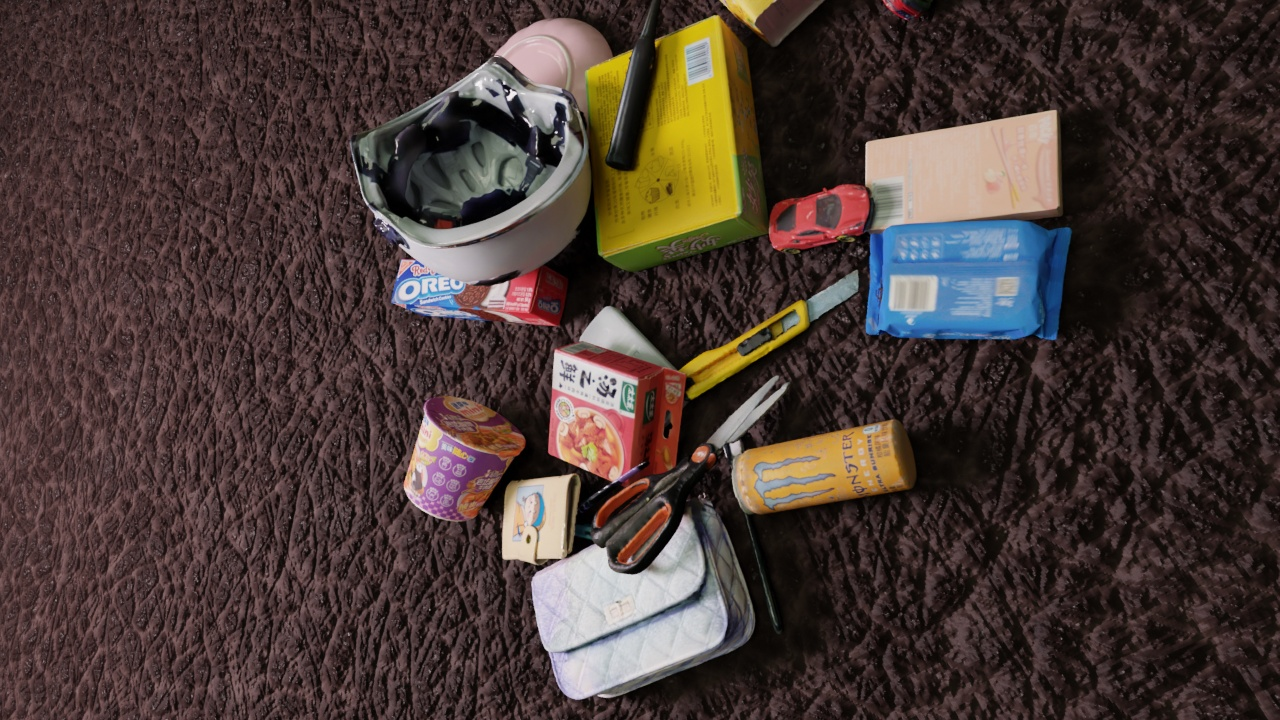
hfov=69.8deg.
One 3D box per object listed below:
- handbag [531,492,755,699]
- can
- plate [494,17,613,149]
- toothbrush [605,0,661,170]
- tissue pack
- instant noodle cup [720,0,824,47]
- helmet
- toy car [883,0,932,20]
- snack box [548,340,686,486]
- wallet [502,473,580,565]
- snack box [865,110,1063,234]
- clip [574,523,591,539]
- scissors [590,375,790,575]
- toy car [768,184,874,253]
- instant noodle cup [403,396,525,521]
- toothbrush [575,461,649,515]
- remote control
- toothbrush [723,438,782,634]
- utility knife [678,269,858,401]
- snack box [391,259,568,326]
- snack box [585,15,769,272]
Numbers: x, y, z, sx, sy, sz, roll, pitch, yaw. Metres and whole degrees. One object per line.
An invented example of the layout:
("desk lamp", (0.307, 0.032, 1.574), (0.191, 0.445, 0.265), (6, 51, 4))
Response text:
("handbag", (-0.001, 0.220, 0.833), (0.194, 0.075, 0.134), (-30, 60, 22))
("can", (0.154, 0.092, 0.776), (0.146, 0.058, 0.058), (-16, 72, 28))
("plate", (-0.117, -0.299, 1.029), (0.193, 0.039, 0.192), (-7, 77, 30))
("toothbrush", (0.001, -0.288, 0.880), (0.027, 0.026, 0.212), (10, 85, 27))
("tissue pack", (0.262, -0.064, 0.745), (0.157, 0.052, 0.095), (3, 84, 32))
("instant noodle cup", (0.109, -0.377, 0.872), (0.116, 0.116, 0.123), (-40, 74, 18))
("helmet", (-0.153, -0.166, 0.925), (0.228, 0.146, 0.258), (-38, 56, -13))
("toy car", (0.228, -0.359, 0.826), (0.045, 0.052, 0.120), (-30, 58, 46))
("snack box", (-0.026, 0.053, 0.878), (0.127, 0.044, 0.113), (18, 112, 33))
("wallet", (-0.101, 0.160, 0.914), (0.115, 0.024, 0.087), (-13, 63, 48))
("snack box", (0.269, -0.155, 0.774), (0.157, 0.026, 0.084), (-2, 79, 31))
("clip", (-0.039, 0.170, 0.899), (0.056, 0.040, 0.014), (7, 86, 28))
("scissors", (0.038, 0.091, 0.829), (0.163, 0.021, 0.233), (2, 52, 53))
("toy car", (0.160, -0.128, 0.821), (0.106, 0.031, 0.049), (-6, 78, 47))
("instant noodle cup", (-0.191, 0.106, 0.958), (0.111, 0.111, 0.099), (36, 106, 31))
("toothbrush", (-0.050, 0.139, 0.884), (0.190, 0.014, 0.016), (-38, 52, 40))
("remote control", (-0.005, 0.005, 0.911), (0.136, 0.020, 0.056), (46, 106, 27))
("toothbrush", (0.102, 0.153, 0.821), (0.018, 0.015, 0.181), (-19, 70, 17))
("utility knife", (0.111, -0.022, 0.841), (0.207, 0.015, 0.033), (-33, 72, 14))
("snack box", (-0.180, -0.076, 1.013), (0.208, 0.058, 0.057), (6, 80, 32))
("snack box", (0.032, -0.208, 0.902), (0.158, 0.070, 0.210), (-13, 74, 29))
